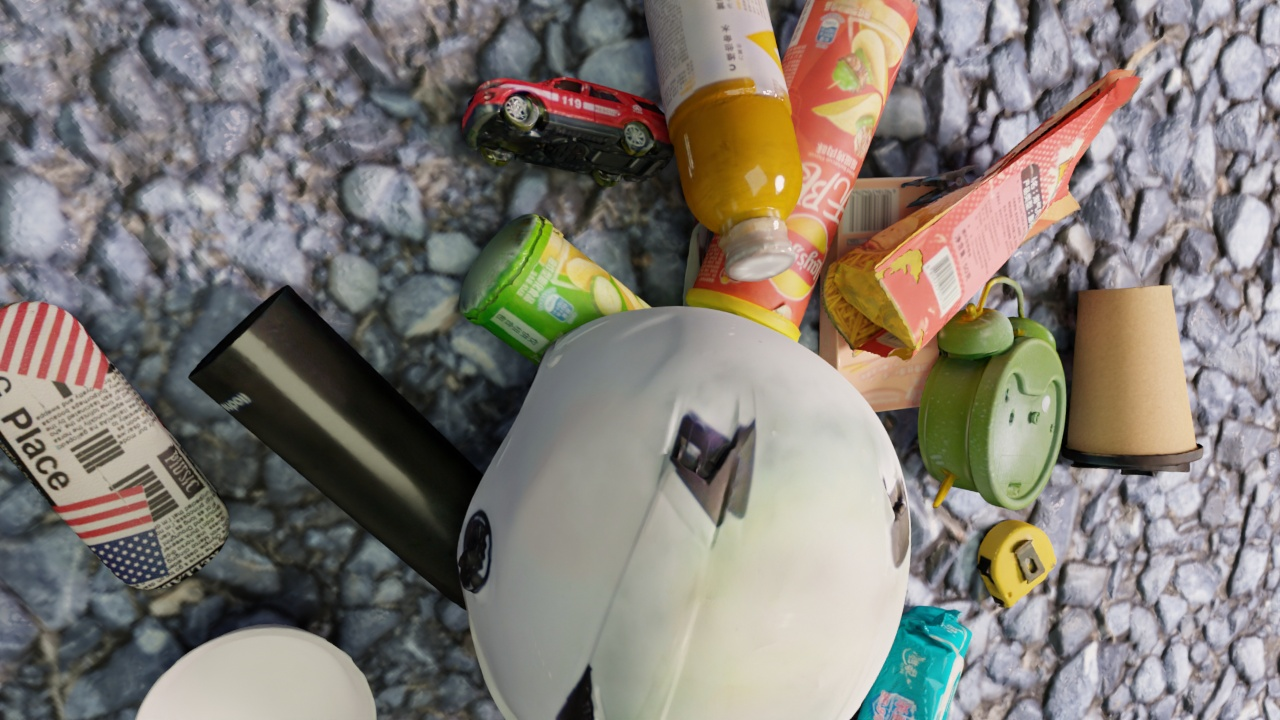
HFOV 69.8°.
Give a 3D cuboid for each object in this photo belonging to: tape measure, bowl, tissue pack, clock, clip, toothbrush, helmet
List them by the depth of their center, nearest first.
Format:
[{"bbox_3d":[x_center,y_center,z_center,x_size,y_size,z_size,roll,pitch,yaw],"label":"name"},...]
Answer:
[{"bbox_3d":[0.038,0.105,0.448,0.229,0.146,0.258,19,87,-24],"label":"helmet"},{"bbox_3d":[-0.208,0.190,0.502,0.118,0.065,0.118,-4,100,-21],"label":"bowl"},{"bbox_3d":[0.042,-0.091,0.571,0.016,0.017,0.187,2,99,-23],"label":"toothbrush"},{"bbox_3d":[0.198,-0.113,0.594,0.058,0.026,0.038,-20,97,-23],"label":"clip"},{"bbox_3d":[0.243,0.023,0.628,0.116,0.056,0.161,7,92,-45],"label":"clock"},{"bbox_3d":[0.192,0.236,0.646,0.093,0.050,0.133,12,95,-62],"label":"tissue pack"},{"bbox_3d":[0.288,0.152,0.699,0.060,0.029,0.057,-34,108,-12],"label":"tape measure"}]

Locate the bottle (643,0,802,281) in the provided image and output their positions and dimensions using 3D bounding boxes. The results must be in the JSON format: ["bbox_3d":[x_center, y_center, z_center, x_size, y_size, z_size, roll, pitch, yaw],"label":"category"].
[{"bbox_3d":[0.047,-0.136,0.500,0.068,0.068,0.189,-3,71,-20],"label":"bottle"}]

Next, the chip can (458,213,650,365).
[{"bbox_3d":[-0.003,0.003,0.542,0.221,0.072,0.072,37,85,-22],"label":"chip can"}]

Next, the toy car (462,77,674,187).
[{"bbox_3d":[-0.040,-0.131,0.516,0.120,0.053,0.045,4,72,-27],"label":"toy car"}]

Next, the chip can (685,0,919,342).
[{"bbox_3d":[0.097,-0.121,0.552,0.073,0.073,0.216,22,87,-22],"label":"chip can"}]

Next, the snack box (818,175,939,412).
[{"bbox_3d":[0.162,-0.044,0.619,0.084,0.026,0.157,-5,102,-20],"label":"snack box"}]

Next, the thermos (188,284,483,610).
[{"bbox_3d":[-0.121,0.063,0.503,0.242,0.090,0.068,47,40,-21],"label":"thermos"}]

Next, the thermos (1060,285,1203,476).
[{"bbox_3d":[0.358,0.018,0.674,0.093,0.093,0.143,-4,92,-20],"label":"thermos"}]

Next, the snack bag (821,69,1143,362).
[{"bbox_3d":[0.214,-0.084,0.569,0.207,0.073,0.129,-36,152,-12],"label":"snack bag"}]

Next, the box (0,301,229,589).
[{"bbox_3d":[-0.277,0.044,0.468,0.068,0.051,0.164,-29,107,-3],"label":"box"}]

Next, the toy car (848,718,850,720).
[{"bbox_3d":[0.087,0.260,0.641,0.122,0.037,0.056,-5,103,-7],"label":"toy car"}]
